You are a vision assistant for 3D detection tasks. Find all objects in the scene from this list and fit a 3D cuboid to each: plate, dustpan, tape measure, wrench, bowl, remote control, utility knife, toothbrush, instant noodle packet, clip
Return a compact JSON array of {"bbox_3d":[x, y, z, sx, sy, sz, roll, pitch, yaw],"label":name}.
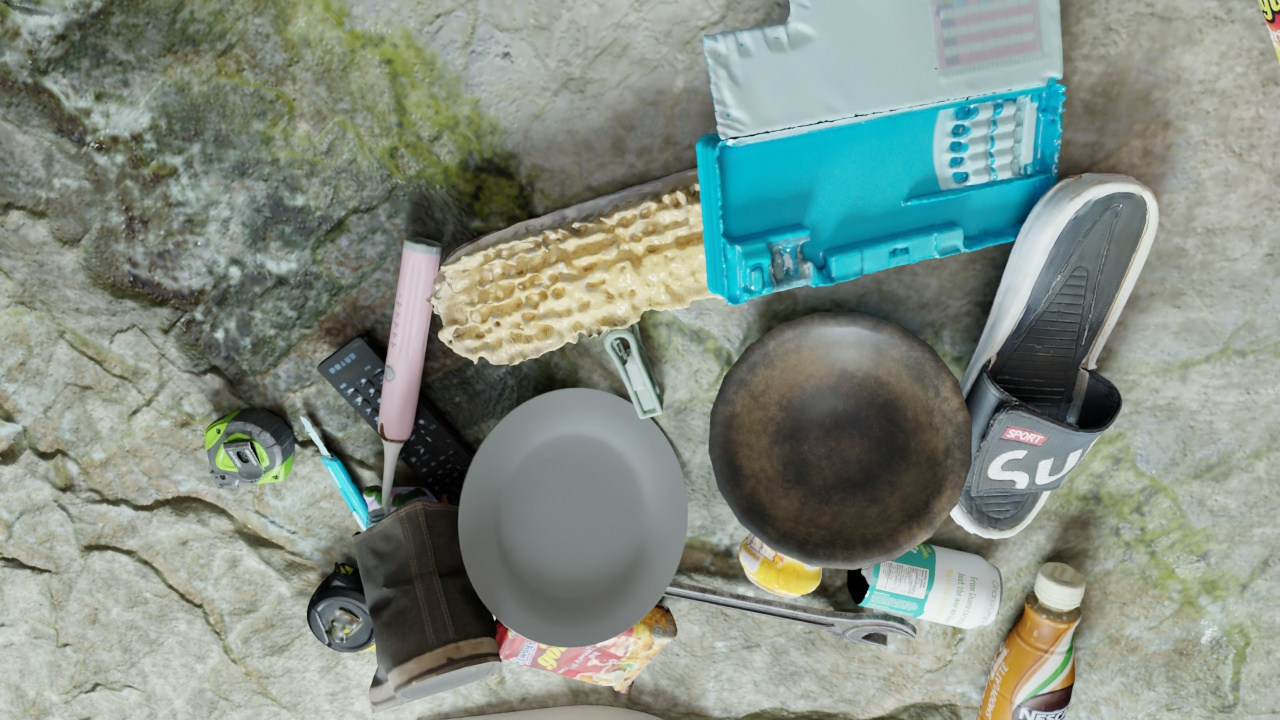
[{"bbox_3d":[-0.044,0.109,0.643,0.178,0.178,0.012,52,153,-16],"label":"plate"},{"bbox_3d":[-0.057,0.399,0.813,0.258,0.053,0.192,-10,112,11],"label":"dustpan"},{"bbox_3d":[-0.300,0.068,0.701,0.066,0.035,0.059,-8,112,10],"label":"tape measure"},{"bbox_3d":[0.073,0.187,0.710,0.273,0.010,0.070,10,150,3],"label":"wrench"},{"bbox_3d":[0.130,0.053,0.598,0.162,0.070,0.162,-4,78,17],"label":"bowl"},{"bbox_3d":[-0.172,0.046,0.687,0.047,0.022,0.150,-32,109,18],"label":"remote control"},{"bbox_3d":[-0.235,0.205,0.753,0.071,0.042,0.072,27,116,-10],"label":"tape measure"},{"bbox_3d":[-0.230,0.102,0.721,0.022,0.015,0.141,-8,115,44],"label":"utility knife"},{"bbox_3d":[-0.170,0.024,0.649,0.026,0.027,0.223,0,108,-42],"label":"toothbrush"},{"bbox_3d":[-0.045,0.215,0.721,0.135,0.039,0.099,26,125,-25],"label":"instant noodle packet"},{"bbox_3d":[-0.004,0.005,0.646,0.023,0.037,0.075,-17,116,11],"label":"clip"}]

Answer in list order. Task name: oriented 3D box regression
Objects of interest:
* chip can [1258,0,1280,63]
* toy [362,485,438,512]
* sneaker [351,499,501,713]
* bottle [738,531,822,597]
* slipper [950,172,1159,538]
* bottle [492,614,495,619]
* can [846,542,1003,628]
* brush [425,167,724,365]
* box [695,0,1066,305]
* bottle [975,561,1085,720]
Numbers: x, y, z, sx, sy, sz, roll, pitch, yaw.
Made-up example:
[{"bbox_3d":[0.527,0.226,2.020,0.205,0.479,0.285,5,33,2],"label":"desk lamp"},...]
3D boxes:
[{"bbox_3d":[0.382,-0.183,0.487,0.087,0.086,0.213,-27,109,17],"label":"chip can"},{"bbox_3d":[-0.165,0.133,0.711,0.080,0.036,0.100,-4,126,21],"label":"toy"},{"bbox_3d":[-0.165,0.188,0.679,0.095,0.119,0.235,-12,159,-18],"label":"sneaker"},{"bbox_3d":[0.115,0.114,0.663,0.063,0.063,0.109,20,100,-3],"label":"bottle"},{"bbox_3d":[0.264,0.015,0.584,0.111,0.063,0.264,0,115,-20],"label":"slipper"},{"bbox_3d":[-0.096,0.153,0.713,0.045,0.045,0.185,20,121,-3],"label":"bottle"},{"bbox_3d":[0.208,0.162,0.677,0.101,0.054,0.055,12,115,1],"label":"can"},{"bbox_3d":[-0.009,-0.066,0.598,0.271,0.056,0.083,-15,112,12],"label":"brush"},{"bbox_3d":[0.139,-0.139,0.511,0.226,0.039,0.182,-14,113,-17],"label":"box"},{"bbox_3d":[0.299,0.229,0.694,0.059,0.059,0.167,5,114,4],"label":"bottle"}]
